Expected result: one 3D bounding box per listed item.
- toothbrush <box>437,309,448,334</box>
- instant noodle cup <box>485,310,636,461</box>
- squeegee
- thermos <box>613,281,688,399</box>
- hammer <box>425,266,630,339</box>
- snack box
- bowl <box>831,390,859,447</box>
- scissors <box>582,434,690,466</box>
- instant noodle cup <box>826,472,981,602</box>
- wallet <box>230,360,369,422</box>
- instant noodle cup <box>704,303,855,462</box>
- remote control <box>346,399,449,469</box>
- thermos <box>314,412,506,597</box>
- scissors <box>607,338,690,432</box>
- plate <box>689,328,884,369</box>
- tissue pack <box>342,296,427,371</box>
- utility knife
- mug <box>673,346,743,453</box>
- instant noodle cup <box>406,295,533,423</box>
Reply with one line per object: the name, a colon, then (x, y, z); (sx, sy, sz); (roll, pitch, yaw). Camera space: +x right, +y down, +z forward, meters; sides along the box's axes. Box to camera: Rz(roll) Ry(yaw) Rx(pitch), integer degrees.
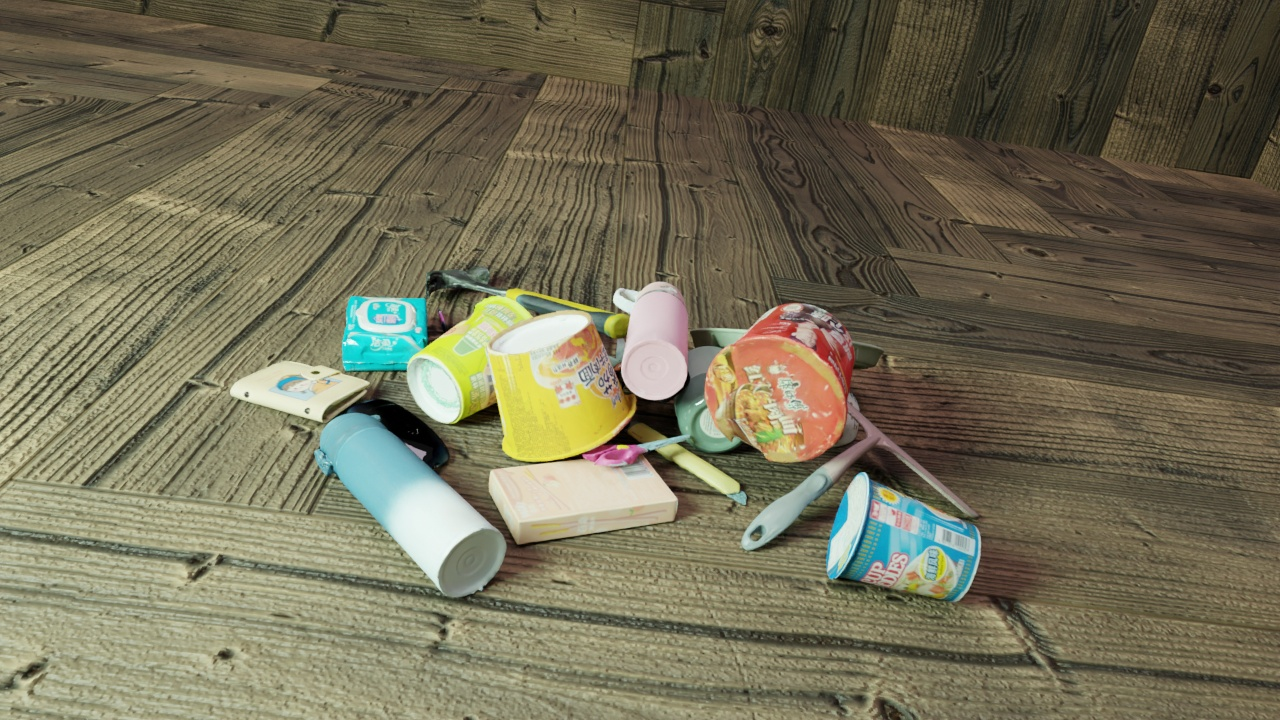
toothbrush: (-0.232, -0.020, 1.099); (0.017, 0.014, 0.189); (-10, 31, -16)
instant noodle cup: (-0.086, 0.019, 0.910); (0.138, 0.110, 0.138); (-13, 20, 5)
squeegee: (0.184, 0.115, 0.898); (0.248, 0.040, 0.247); (-29, 63, -38)
thermos: (0.009, -0.032, 0.978); (0.087, 0.067, 0.198); (19, 24, -6)
hammer: (-0.146, -0.075, 1.142); (0.324, 0.032, 0.125); (17, 18, 37)
snack box: (-0.053, 0.125, 0.850); (0.157, 0.026, 0.084); (-4, 29, -26)
bowl: (0.200, 0.045, 1.053); (0.113, 0.062, 0.113); (8, 28, -4)
scissors: (0.002, 0.086, 0.901); (0.133, 0.017, 0.056); (-10, 15, -43)
instant noodle cup: (0.233, 0.161, 0.805); (0.110, 0.099, 0.099); (18, 27, 2)
wallet: (-0.348, 0.029, 0.950); (0.115, 0.024, 0.087); (11, 28, 19)
instant noodle cup: (0.145, 0.013, 0.895); (0.138, 0.138, 0.108); (18, 35, 17)
remote control: (-0.241, 0.067, 0.909); (0.136, 0.024, 0.053); (28, 32, 34)
thermos: (-0.203, 0.115, 0.784); (0.070, 0.070, 0.220); (-16, 35, -41)
scissors: (-0.028, 0.022, 1.036); (0.189, 0.022, 0.230); (-46, 26, -27)
plate: (0.172, -0.012, 1.093); (0.230, 0.027, 0.230); (7, -3, 0)
tissue pack: (-0.295, -0.035, 1.066); (0.093, 0.050, 0.133); (0, 27, -15)
utility knife: (0.045, 0.101, 0.942); (0.166, 0.018, 0.030); (26, 35, 33)
mug: (0.089, 0.052, 0.996); (0.111, 0.082, 0.106); (36, 20, -19)
instant noodle cup: (-0.177, 0.005, 0.972); (0.112, 0.112, 0.123); (24, 37, 27)
